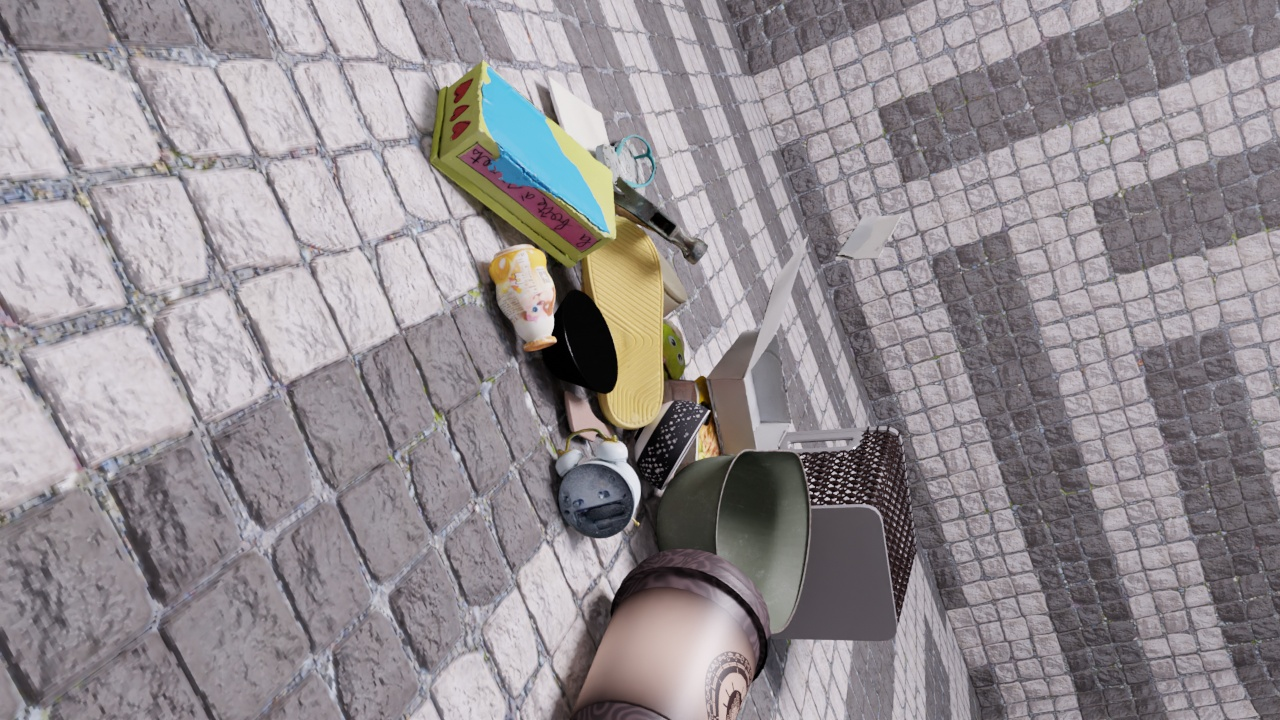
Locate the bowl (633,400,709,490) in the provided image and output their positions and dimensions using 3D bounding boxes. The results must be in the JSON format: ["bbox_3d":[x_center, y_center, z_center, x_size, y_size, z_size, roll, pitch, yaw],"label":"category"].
[{"bbox_3d":[0.030,0.099,1.177,0.066,0.120,0.120,31,22,7],"label":"bowl"}]

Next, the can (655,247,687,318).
[{"bbox_3d":[-0.003,-0.109,1.238,0.128,0.073,0.127,49,15,-18],"label":"can"}]

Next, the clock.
[{"bbox_3d":[-0.045,0.129,0.974,0.057,0.083,0.117,-32,107,-74],"label":"clock"}]

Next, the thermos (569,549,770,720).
[{"bbox_3d":[0.024,0.316,0.892,0.173,0.173,0.225,65,28,-16],"label":"thermos"}]

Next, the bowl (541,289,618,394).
[{"bbox_3d":[-0.078,-0.014,1.050,0.124,0.053,0.123,49,31,-44],"label":"bowl"}]

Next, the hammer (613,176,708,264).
[{"bbox_3d":[-0.005,-0.197,1.230,0.132,0.033,0.330,35,4,-16],"label":"hammer"}]

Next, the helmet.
[{"bbox_3d":[0.104,0.214,1.164,0.268,0.154,0.226,53,46,-52],"label":"helmet"}]

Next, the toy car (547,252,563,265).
[{"bbox_3d":[-0.108,-0.171,1.136,0.105,0.033,0.047,65,20,-19],"label":"toy car"}]

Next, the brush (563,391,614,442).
[{"bbox_3d":[-0.061,0.076,1.081,0.135,0.015,0.049,39,36,-64],"label":"brush"}]

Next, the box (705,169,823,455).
[{"bbox_3d":[0.168,-0.047,1.280,0.165,0.108,0.419,-48,144,-53],"label":"box"}]

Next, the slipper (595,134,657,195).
[{"bbox_3d":[-0.011,-0.299,1.425,0.268,0.055,0.098,-56,129,-71],"label":"slipper"}]

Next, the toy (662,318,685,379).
[{"bbox_3d":[0.044,-0.019,1.375,0.092,0.043,0.117,66,20,-12],"label":"toy"}]

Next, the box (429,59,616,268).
[{"bbox_3d":[-0.126,-0.215,1.024,0.221,0.079,0.124,32,41,-42],"label":"box"}]

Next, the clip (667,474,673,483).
[{"bbox_3d":[0.030,0.136,1.238,0.045,0.025,0.061,38,42,-55],"label":"clip"}]

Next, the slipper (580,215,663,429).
[{"bbox_3d":[-0.024,-0.046,1.145,0.078,0.099,0.263,176,-91,-72],"label":"slipper"}]

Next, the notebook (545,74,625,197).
[{"bbox_3d":[-0.076,-0.318,1.348,0.208,0.012,0.153,-1,74,-73],"label":"notebook"}]

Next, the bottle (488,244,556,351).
[{"bbox_3d":[-0.121,-0.066,0.973,0.063,0.063,0.109,-3,76,-68],"label":"bottle"}]

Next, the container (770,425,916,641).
[{"bbox_3d":[0.284,0.268,1.422,0.243,0.248,0.246,-47,128,-62],"label":"container"}]

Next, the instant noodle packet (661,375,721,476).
[{"bbox_3d":[0.089,0.144,1.326,0.163,0.084,0.221,23,63,-61],"label":"instant noodle packet"}]
